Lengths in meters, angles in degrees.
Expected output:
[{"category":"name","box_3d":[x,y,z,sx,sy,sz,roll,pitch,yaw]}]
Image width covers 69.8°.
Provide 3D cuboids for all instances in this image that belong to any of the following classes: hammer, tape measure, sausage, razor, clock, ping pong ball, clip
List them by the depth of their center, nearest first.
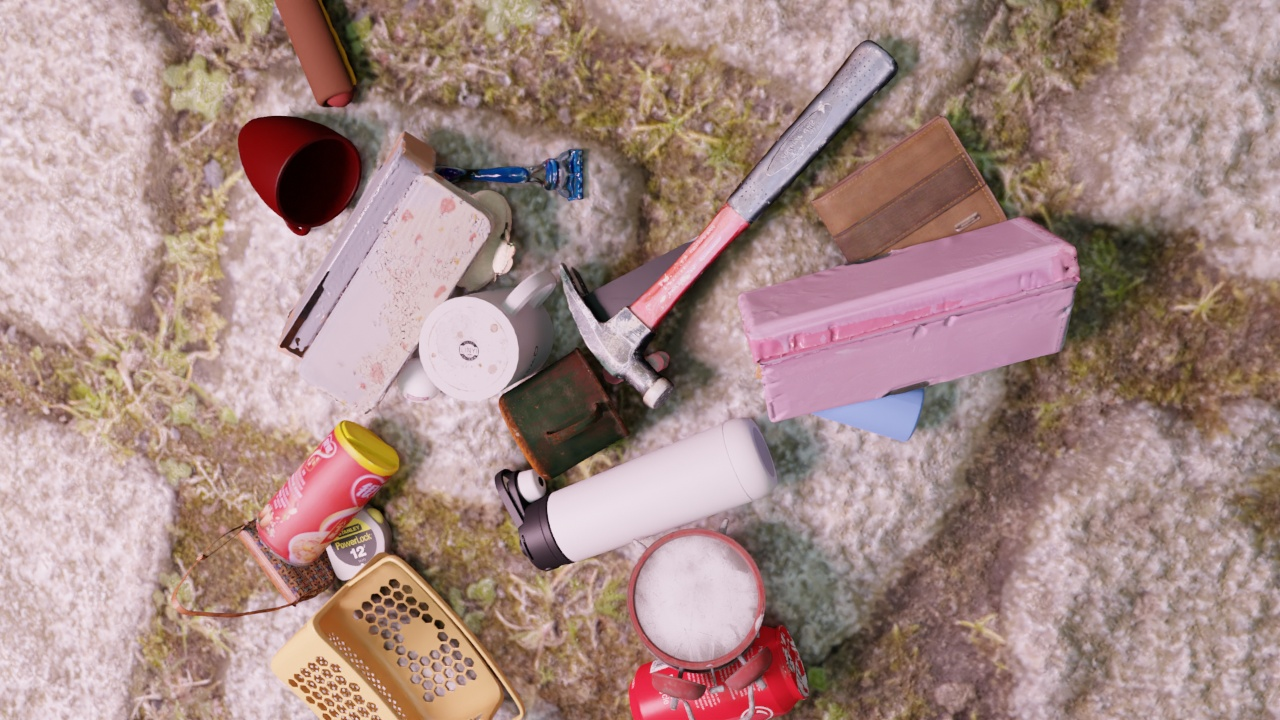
[{"category":"hammer","box_3d":[0.071,-0.123,0.732,0.326,0.036,0.140,-47,73,10]},{"category":"clock","box_3d":[0.050,0.216,0.744,0.110,0.062,0.156,-13,67,-1]},{"category":"razor","box_3d":[-0.117,-0.157,0.782,0.141,0.018,0.044,1,100,11]},{"category":"sausage","box_3d":[-0.285,-0.291,0.785,0.040,0.040,0.155,-20,95,14]},{"category":"clip","box_3d":[-0.001,0.004,0.787,0.060,0.043,0.023,-14,90,41]},{"category":"ping pong ball","box_3d":[-0.196,0.017,0.816,0.040,0.040,0.040,2,100,11]},{"category":"tape measure","box_3d":[-0.266,0.172,0.868,0.064,0.016,0.065,-19,95,14]}]

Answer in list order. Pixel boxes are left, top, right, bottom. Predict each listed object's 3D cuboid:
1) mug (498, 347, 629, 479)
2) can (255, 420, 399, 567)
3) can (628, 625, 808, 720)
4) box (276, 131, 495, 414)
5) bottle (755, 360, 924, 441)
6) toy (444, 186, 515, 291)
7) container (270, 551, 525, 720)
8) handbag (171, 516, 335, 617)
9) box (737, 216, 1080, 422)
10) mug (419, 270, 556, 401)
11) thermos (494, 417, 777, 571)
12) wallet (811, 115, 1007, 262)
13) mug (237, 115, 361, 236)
[{"category":"mug","box_3d":[-0.063,0.048,0.747,0.081,0.111,0.085,-31,102,-3]},{"category":"can","box_3d":[-0.282,0.118,0.827,0.066,0.066,0.124,43,95,2]},{"category":"can","box_3d":[0.066,0.280,0.789,0.143,0.074,0.074,-24,94,14]},{"category":"box","box_3d":[-0.216,-0.072,0.780,0.095,0.114,0.217,29,111,-28]},{"category":"bottle","box_3d":[0.158,0.024,0.741,0.131,0.048,0.048,17,102,8]},{"category":"toy","box_3d":[-0.137,-0.101,0.777,0.112,0.050,0.087,29,104,24]},{"category":"container","box_3d":[-0.204,0.268,0.810,0.167,0.129,0.183,-36,96,26]},{"category":"handbag","box_3d":[-0.342,0.189,0.795,0.043,0.195,0.093,-38,88,9]},{"category":"box","box_3d":[0.198,-0.020,0.688,0.233,0.099,0.107,-15,113,4]},{"category":"mug","box_3d":[-0.114,-0.029,0.762,0.083,0.096,0.120,45,105,2]},{"category":"thermos","box_3d":[-0.007,0.103,0.782,0.230,0.068,0.101,-23,81,15]},{"category":"wallet","box_3d":[0.210,-0.118,0.719,0.121,0.027,0.098,-33,96,13]},{"category":"mug","box_3d":[-0.306,-0.162,0.797,0.088,0.086,0.114,35,133,22]}]
